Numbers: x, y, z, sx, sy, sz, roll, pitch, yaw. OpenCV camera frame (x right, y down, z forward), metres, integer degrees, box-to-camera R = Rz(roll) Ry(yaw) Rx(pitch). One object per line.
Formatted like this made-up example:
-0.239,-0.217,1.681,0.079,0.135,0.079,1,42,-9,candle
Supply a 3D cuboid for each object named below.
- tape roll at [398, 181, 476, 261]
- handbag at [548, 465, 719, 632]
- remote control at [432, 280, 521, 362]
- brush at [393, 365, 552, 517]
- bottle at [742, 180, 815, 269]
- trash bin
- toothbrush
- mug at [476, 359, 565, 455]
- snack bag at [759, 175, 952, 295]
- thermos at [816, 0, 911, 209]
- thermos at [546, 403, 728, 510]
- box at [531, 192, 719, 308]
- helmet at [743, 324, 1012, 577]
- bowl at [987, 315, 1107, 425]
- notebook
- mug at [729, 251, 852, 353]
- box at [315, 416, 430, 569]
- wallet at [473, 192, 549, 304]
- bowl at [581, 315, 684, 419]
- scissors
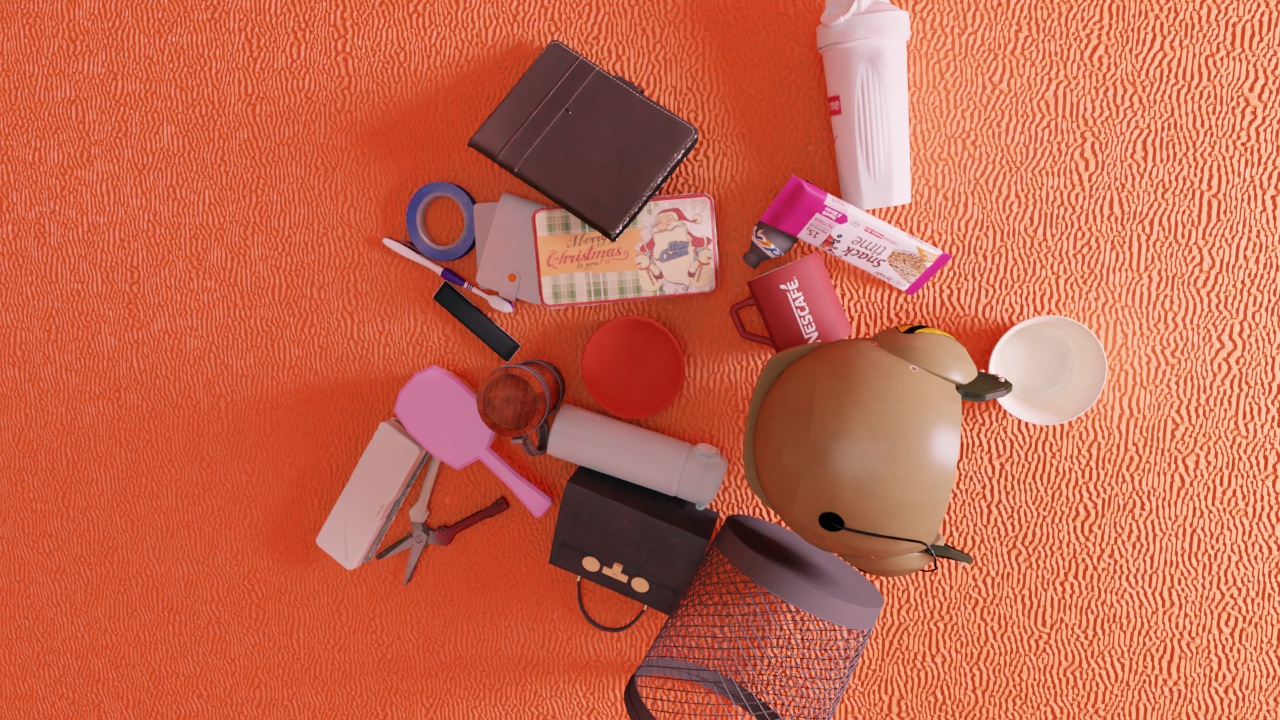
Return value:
-0.237,-0.167,1.105,0.091,0.016,0.093,26,102,6,tape roll
-0.024,0.246,1.108,0.176,0.072,0.196,22,112,7,handbag
-0.201,-0.047,1.117,0.124,0.011,0.028,41,103,3,remote control
-0.195,0.103,1.114,0.228,0.043,0.089,42,93,3,brush
0.157,-0.148,1.016,0.047,0.047,0.112,43,103,3,bottle
0.128,0.315,1.006,0.218,0.217,0.227,26,98,6,trash bin
-0.234,-0.104,1.114,0.187,0.016,0.015,29,102,8,toothbrush
-0.132,0.057,1.067,0.081,0.111,0.117,-5,97,11,mug
0.229,-0.129,0.977,0.196,0.016,0.070,24,139,-11,snack bag
0.239,-0.271,0.960,0.099,0.099,0.220,-6,101,12,thermos
-0.002,0.111,1.073,0.207,0.065,0.078,17,113,9,thermos
-0.016,-0.123,1.035,0.205,0.050,0.117,-4,96,2,box
0.222,0.081,0.917,0.233,0.255,0.250,10,98,6,helmet
0.425,0.007,0.976,0.115,0.062,0.115,1,98,11,bowl
-0.062,-0.248,1.019,0.209,0.029,0.169,36,79,10,notebook
0.161,-0.053,1.013,0.117,0.080,0.096,-22,93,20,mug
-0.338,0.167,1.157,0.083,0.067,0.199,27,104,-13,box
-0.151,-0.133,1.082,0.115,0.037,0.118,19,99,5,wallet
-0.006,0.006,1.075,0.122,0.035,0.122,2,98,11,bowl
-0.257,0.192,1.160,0.199,0.015,0.179,-9,96,12,scissors
